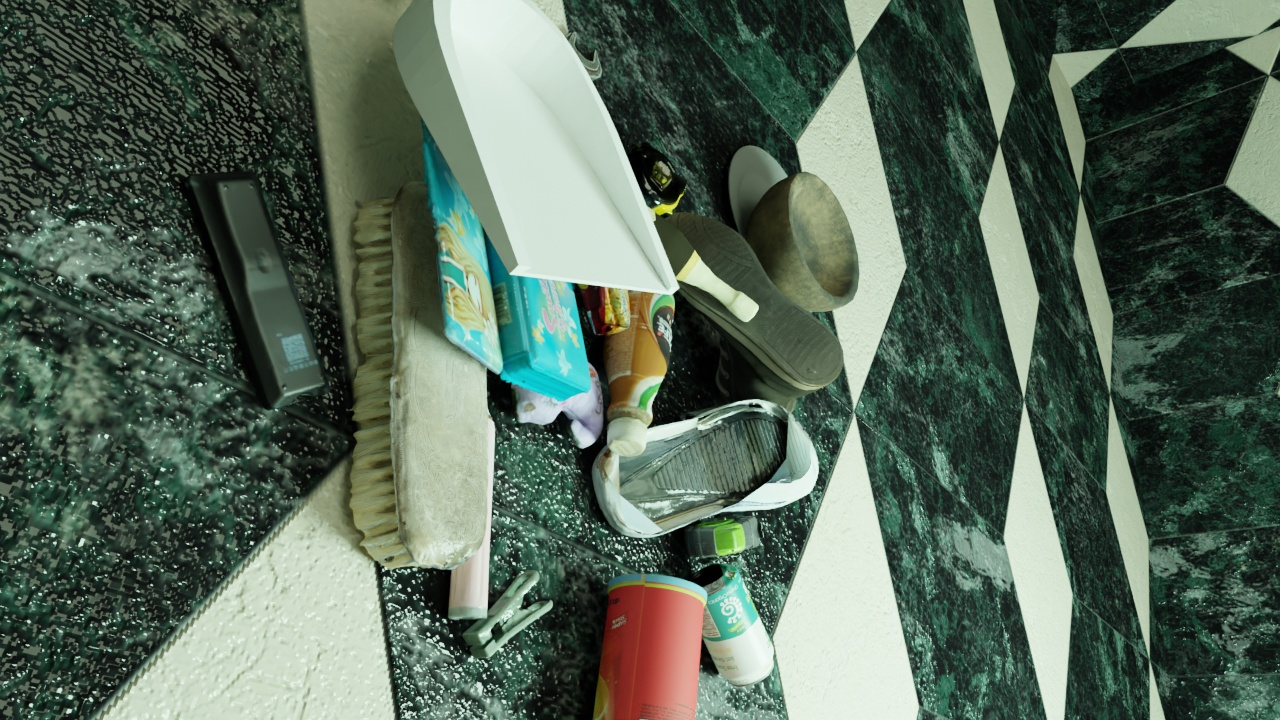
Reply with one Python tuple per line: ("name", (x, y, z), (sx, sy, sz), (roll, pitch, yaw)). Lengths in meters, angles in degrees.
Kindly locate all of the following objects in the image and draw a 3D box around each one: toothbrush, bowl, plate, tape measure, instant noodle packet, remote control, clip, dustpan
("toothbrush", (-0.120, 0.073, 0.664), (0.026, 0.027, 0.222), (8, 67, -23))
("bowl", (0.185, -0.131, 1.066), (0.162, 0.070, 0.162), (23, 59, -45))
("plate", (0.155, -0.174, 1.117), (0.178, 0.012, 0.178), (23, 59, -45))
("tape measure", (0.072, 0.166, 0.841), (0.065, 0.059, 0.036), (-2, 83, -55))
("tape measure", (0.010, -0.176, 0.909), (0.071, 0.042, 0.072), (46, 44, -30))
("instant noodle packet", (-0.037, -0.087, 0.764), (0.135, 0.040, 0.099), (-100, 171, -62))
("remote control", (-0.233, -0.046, 0.568), (0.047, 0.022, 0.150), (-22, 94, -53))
("clip", (-0.094, 0.182, 0.656), (0.074, 0.023, 0.037), (-34, 104, -50))
("dustpan", (-0.071, -0.172, 0.658), (0.191, 0.053, 0.257), (0, 55, -58))

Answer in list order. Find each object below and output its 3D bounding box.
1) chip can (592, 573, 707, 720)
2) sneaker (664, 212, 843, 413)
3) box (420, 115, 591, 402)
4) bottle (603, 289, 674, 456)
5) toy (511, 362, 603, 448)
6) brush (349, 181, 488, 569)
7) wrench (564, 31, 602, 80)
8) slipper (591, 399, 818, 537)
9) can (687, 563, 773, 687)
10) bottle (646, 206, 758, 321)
("chip can", (0.002, 0.276, 0.687), (0.087, 0.087, 0.212), (35, 50, -39))
("sneaker", (0.090, -0.043, 0.930), (0.235, 0.120, 0.095), (42, 61, 7))
("box", (-0.106, -0.095, 0.662), (0.181, 0.039, 0.226), (31, 44, -63))
("bottle", (-0.005, 0.005, 0.795), (0.059, 0.059, 0.166), (39, 43, -36))
("toy", (-0.065, 0.030, 0.739), (0.099, 0.037, 0.080), (11, 67, -51))
("brush", (-0.149, 0.006, 0.624), (0.083, 0.057, 0.271), (16, 63, -53))
("wrench", (-0.086, -0.212, 0.829), (0.070, 0.010, 0.272), (46, 45, -31))
("slipper", (0.060, 0.099, 0.853), (0.263, 0.063, 0.111), (-10, 81, -41))
("can", (0.080, 0.237, 0.826), (0.054, 0.055, 0.101), (-37, 105, -51))
("bottle", (0.031, -0.095, 0.843), (0.184, 0.046, 0.045), (35, 46, -6))
